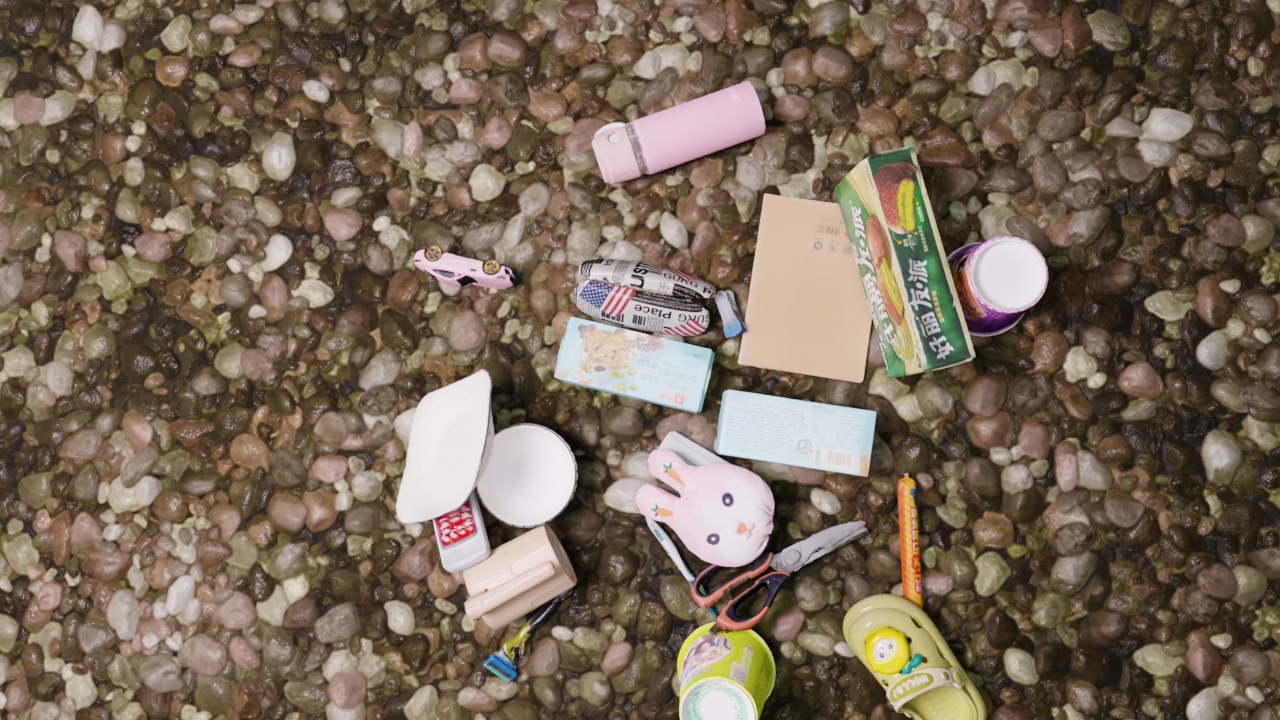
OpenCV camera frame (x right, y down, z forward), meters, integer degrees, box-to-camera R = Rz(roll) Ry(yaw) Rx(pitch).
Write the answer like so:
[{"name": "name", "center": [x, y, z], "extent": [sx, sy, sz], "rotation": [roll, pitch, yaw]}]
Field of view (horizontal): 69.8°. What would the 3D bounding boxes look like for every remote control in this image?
[{"name": "remote control", "center": [0.076, 0.131, 1.063], "extent": [0.125, 0.024, 0.049], "rotation": [30, 89, 5]}, {"name": "remote control", "center": [-0.211, 0.175, 1.049], "extent": [0.056, 0.020, 0.135], "rotation": [-24, 53, 2]}]

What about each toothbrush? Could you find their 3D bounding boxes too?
[{"name": "toothbrush", "center": [0.065, 0.255, 1.057], "extent": [0.018, 0.016, 0.191], "rotation": [-35, 84, -10]}]

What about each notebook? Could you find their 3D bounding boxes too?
[{"name": "notebook", "center": [0.203, -0.086, 1.081], "extent": [0.148, 0.008, 0.207], "rotation": [9, 86, 5]}]

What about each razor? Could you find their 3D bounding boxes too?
[{"name": "razor", "center": [-0.122, 0.305, 1.062], "extent": [0.142, 0.022, 0.042], "rotation": [-49, 117, -6]}]

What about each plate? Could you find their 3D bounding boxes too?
[{"name": "plate", "center": [-0.212, 0.102, 1.034], "extent": [0.165, 0.034, 0.163], "rotation": [-20, 55, 42]}]

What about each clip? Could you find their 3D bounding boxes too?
[{"name": "clip", "center": [0.105, -0.055, 1.079], "extent": [0.026, 0.038, 0.058], "rotation": [-26, 78, 35]}]

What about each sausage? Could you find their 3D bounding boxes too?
[{"name": "sausage", "center": [0.306, 0.211, 1.041], "extent": [0.021, 0.021, 0.165], "rotation": [-2, 85, 4]}]

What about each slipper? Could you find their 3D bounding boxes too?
[{"name": "slipper", "center": [0.302, 0.341, 0.995], "extent": [0.092, 0.081, 0.190], "rotation": [-41, 87, 14]}]

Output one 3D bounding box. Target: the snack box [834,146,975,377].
[{"name": "snack box", "center": [0.290, -0.103, 1.017], "extent": [0.063, 0.114, 0.240], "rotation": [-15, 87, -4]}]

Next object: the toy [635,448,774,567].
[{"name": "toy", "center": [0.072, 0.164, 1.030], "extent": [0.159, 0.054, 0.121], "rotation": [20, 108, 15]}]

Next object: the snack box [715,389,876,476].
[{"name": "snack box", "center": [0.176, 0.083, 1.046], "extent": [0.175, 0.051, 0.074], "rotation": [9, 84, 4]}]

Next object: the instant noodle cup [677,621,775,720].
[{"name": "instant noodle cup", "center": [0.087, 0.355, 0.983], "extent": [0.112, 0.123, 0.111], "rotation": [1, 94, 10]}]

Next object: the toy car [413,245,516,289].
[{"name": "toy car", "center": [-0.209, -0.105, 1.088], "extent": [0.122, 0.056, 0.037], "rotation": [13, 82, 5]}]

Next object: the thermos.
[{"name": "thermos", "center": [0.041, -0.272, 1.086], "extent": [0.198, 0.067, 0.087], "rotation": [-19, 52, 4]}]

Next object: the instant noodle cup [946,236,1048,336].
[{"name": "instant noodle cup", "center": [0.395, -0.088, 1.024], "extent": [0.111, 0.099, 0.111], "rotation": [-1, 84, 5]}]

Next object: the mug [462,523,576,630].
[{"name": "mug", "center": [-0.136, 0.242, 1.018], "extent": [0.103, 0.124, 0.084], "rotation": [-29, 87, -1]}]

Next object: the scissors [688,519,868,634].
[{"name": "scissors", "center": [0.165, 0.242, 1.030], "extent": [0.209, 0.015, 0.184], "rotation": [5, 54, 15]}]

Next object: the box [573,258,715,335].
[{"name": "box", "center": [0.002, -0.067, 1.072], "extent": [0.163, 0.076, 0.087], "rotation": [13, 105, 2]}]

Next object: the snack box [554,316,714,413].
[{"name": "snack box", "center": [-0.006, 0.006, 1.065], "extent": [0.175, 0.051, 0.074], "rotation": [13, 85, 5]}]

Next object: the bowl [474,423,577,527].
[{"name": "bowl", "center": [-0.127, 0.131, 1.056], "extent": [0.116, 0.066, 0.116], "rotation": [0, 86, 3]}]
